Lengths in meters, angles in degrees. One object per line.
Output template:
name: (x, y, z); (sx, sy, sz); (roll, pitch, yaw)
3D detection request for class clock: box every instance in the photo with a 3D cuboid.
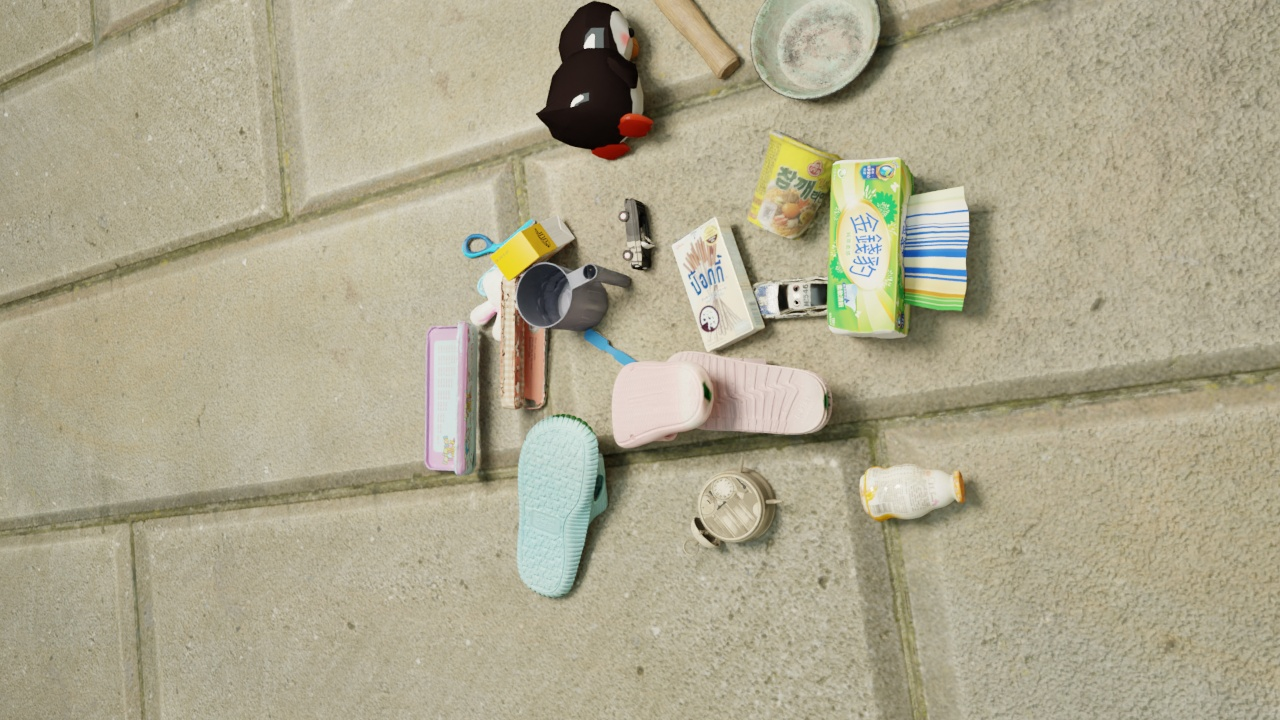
clock: (0.102, 0.191, 1.125); (0.141, 0.054, 0.093); (-46, 70, 15)

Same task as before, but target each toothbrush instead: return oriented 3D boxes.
toothbrush: (-0.007, 0.007, 1.210); (0.166, 0.014, 0.016); (34, 103, 19)

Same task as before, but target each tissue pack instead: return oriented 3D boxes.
tissue pack: (0.289, -0.122, 1.018); (0.142, 0.120, 0.198); (2, 96, 25)

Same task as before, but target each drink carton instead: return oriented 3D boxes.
drink carton: (-0.140, -0.151, 1.217); (0.059, 0.122, 0.040); (-35, 95, 27)

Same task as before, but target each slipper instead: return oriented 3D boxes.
slipper: (0.023, 0.050, 1.126); (0.222, 0.055, 0.106); (-18, 73, 58)
slipper: (0.131, 0.043, 1.112); (0.240, 0.064, 0.094); (7, 93, 40)
slipper: (-0.107, 0.189, 1.216); (0.116, 0.069, 0.277); (16, 113, 17)

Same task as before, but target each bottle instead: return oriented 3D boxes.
bottle: (0.304, 0.145, 1.025); (0.109, 0.063, 0.063); (-9, 84, 25)

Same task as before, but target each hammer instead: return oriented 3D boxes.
hammer: (0.032, -0.489, 1.196); (0.132, 0.040, 0.305); (-42, 72, 22)

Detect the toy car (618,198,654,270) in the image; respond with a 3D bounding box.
toy car: (-0.002, -0.165, 1.195); (0.037, 0.040, 0.092); (-7, 88, 23)

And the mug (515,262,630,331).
mug: (-0.084, -0.088, 1.198); (0.124, 0.103, 0.083); (-25, 77, 23)

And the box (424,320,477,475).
box: (-0.261, 0.054, 1.302); (0.140, 0.062, 0.214); (-3, 86, 60)

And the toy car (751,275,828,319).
toy car: (0.182, -0.075, 1.104); (0.113, 0.040, 0.048); (-4, 85, 26)

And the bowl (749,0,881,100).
bowl: (0.212, -0.386, 1.101); (0.158, 0.038, 0.157); (-1, 88, 26)

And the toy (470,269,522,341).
toy: (-0.188, -0.093, 1.284); (0.076, 0.037, 0.125); (31, 105, 18)

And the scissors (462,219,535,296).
scissors: (-0.200, -0.164, 1.308); (0.141, 0.013, 0.113); (-45, 73, 20)

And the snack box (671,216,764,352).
snack box: (0.095, -0.094, 1.141); (0.082, 0.026, 0.150); (-27, 76, 44)

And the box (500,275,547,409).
box: (-0.159, -0.023, 1.243); (0.055, 0.076, 0.187); (-163, 72, -65)

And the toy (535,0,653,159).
toy: (-0.066, -0.375, 1.182); (0.159, 0.140, 0.184); (-26, 61, 60)

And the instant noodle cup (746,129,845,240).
instant noodle cup: (0.178, -0.206, 1.086); (0.102, 0.102, 0.108); (30, 110, 24)
